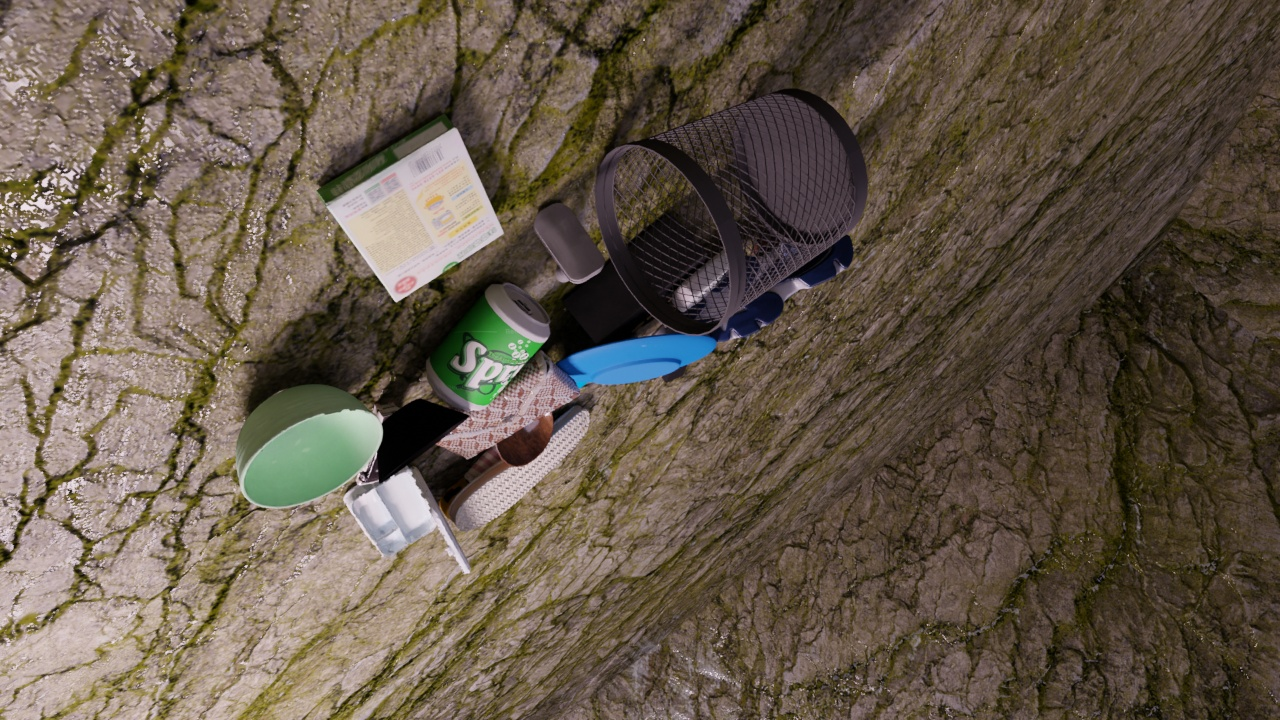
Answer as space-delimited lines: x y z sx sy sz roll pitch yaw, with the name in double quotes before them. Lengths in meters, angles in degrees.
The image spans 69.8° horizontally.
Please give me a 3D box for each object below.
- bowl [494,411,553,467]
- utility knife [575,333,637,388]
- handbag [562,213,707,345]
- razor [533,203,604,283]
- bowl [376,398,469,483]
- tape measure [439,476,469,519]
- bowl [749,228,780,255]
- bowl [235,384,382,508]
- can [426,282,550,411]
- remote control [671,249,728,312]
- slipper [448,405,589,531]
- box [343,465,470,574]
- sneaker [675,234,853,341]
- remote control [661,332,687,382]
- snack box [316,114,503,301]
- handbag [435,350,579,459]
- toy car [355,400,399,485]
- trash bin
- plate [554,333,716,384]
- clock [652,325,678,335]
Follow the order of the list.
"bowl" -0.168 0.090 1.267 0.101 0.026 0.114 -37 131 -32
"utility knife" -0.090 0.031 1.314 0.220 0.015 0.031 -39 152 -10
"handbag" 0.006 -0.083 1.227 0.176 0.072 0.196 -40 166 -1
"razor" -0.084 -0.115 1.038 0.047 0.088 0.116 -33 173 -14
"bowl" -0.258 0.079 1.033 0.124 0.052 0.124 -38 -179 1
"tape measure" -0.264 0.205 1.341 0.058 0.030 0.068 -34 148 -14
"bowl" 0.220 -0.171 1.384 0.119 0.032 0.119 -31 153 -18
"bowl" -0.355 0.078 0.960 0.150 0.077 0.151 -31 153 -18
"can" -0.173 -0.015 1.043 0.140 0.088 0.087 -47 154 14
"remote control" 0.084 -0.103 1.170 0.114 0.028 0.060 -40 174 -37
"slipper" -0.179 0.145 1.336 0.262 0.052 0.115 -37 150 -32
"box" -0.315 0.228 1.235 0.105 0.129 0.211 -31 148 -16
"sneaker" 0.162 -0.105 1.292 0.269 0.103 0.132 -31 -178 -9
"remote control" 0.066 -0.022 1.355 0.034 0.013 0.150 -23 149 -32
"snack box" -0.209 -0.138 0.865 0.132 0.027 0.168 -35 154 -10
"handbag" -0.173 0.064 1.152 0.186 0.047 0.124 -30 159 5
"toy car" -0.311 0.097 1.092 0.039 0.039 0.113 -10 136 -47
"trash bin" 0.106 -0.175 1.025 0.226 0.218 0.218 -31 153 -27
"plate" -0.007 0.007 1.221 0.224 0.024 0.224 -10 168 -2
"clock" 0.057 -0.023 1.401 0.095 0.035 0.122 -51 153 22
